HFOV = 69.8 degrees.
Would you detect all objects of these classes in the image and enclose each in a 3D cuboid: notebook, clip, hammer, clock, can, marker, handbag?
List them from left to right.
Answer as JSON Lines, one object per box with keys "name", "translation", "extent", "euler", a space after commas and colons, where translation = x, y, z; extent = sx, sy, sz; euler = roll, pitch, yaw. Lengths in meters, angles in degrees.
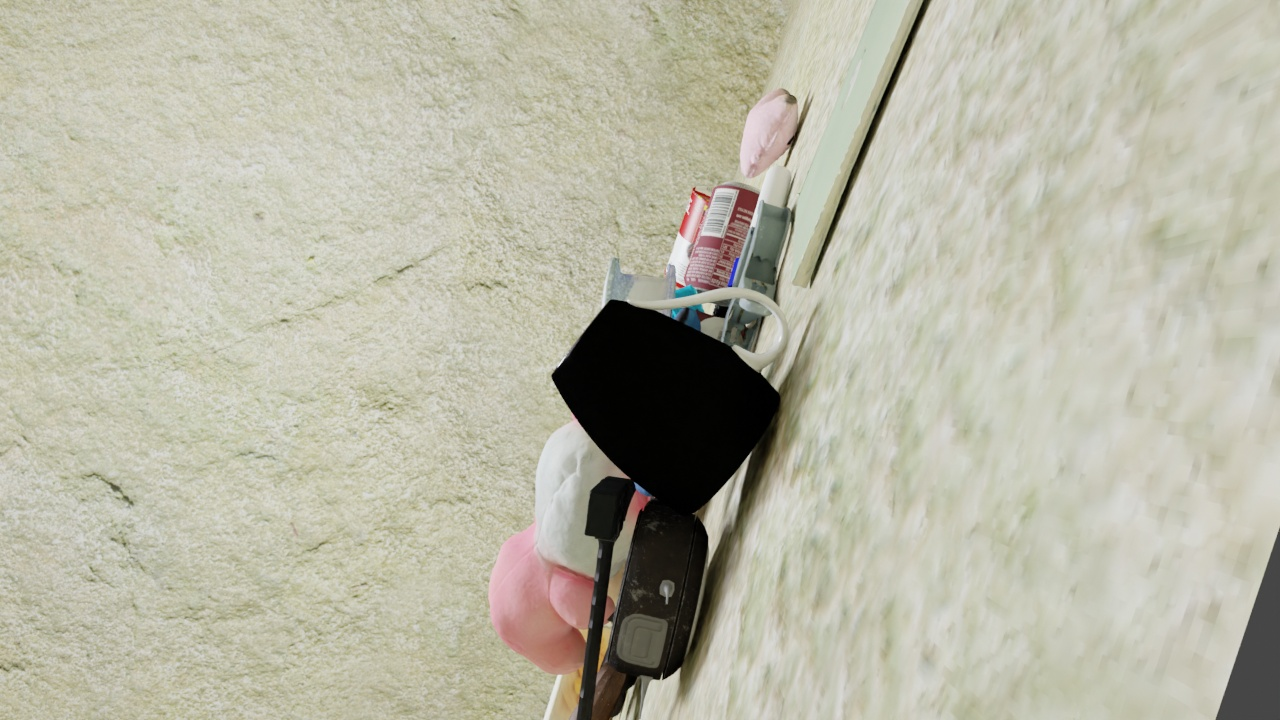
{"name": "hammer", "translation": [-0.059, 0.271, 0.573], "extent": [0.322, 0.033, 0.115], "euler": [-47, -22, -59]}
{"name": "hammer", "translation": [-0.034, 0.226, 0.518], "extent": [0.095, 0.015, 0.325], "euler": [-7, -75, -84]}
{"name": "handbag", "translation": [-0.005, 0.005, 0.768], "extent": [0.159, 0.069, 0.126], "euler": [105, 171, -62]}
{"name": "clock", "translation": [0.013, 0.124, 0.503], "extent": [0.122, 0.044, 0.091], "euler": [-69, -9, -67]}
{"name": "clock", "translation": [0.053, 0.007, 0.773], "extent": [0.137, 0.048, 0.096], "euler": [-60, -11, -81]}
{"name": "can", "translation": [0.088, -0.149, 1.155], "extent": [0.086, 0.086, 0.117], "euler": [-70, -1, -65]}
{"name": "can", "translation": [0.087, -0.116, 0.916], "extent": [0.063, 0.063, 0.114], "euler": [103, -174, -84]}
{"name": "clip", "translation": [0.084, -0.052, 0.704], "extent": [0.162, 0.028, 0.108], "euler": [-71, -2, -49]}
{"name": "marker", "translation": [0.104, -0.111, 0.788], "extent": [0.023, 0.027, 0.132], "euler": [-14, 49, 46]}
{"name": "notebook", "translation": [0.135, -0.184, 0.516], "extent": [0.181, 0.010, 0.253], "euler": [-71, -1, -62]}

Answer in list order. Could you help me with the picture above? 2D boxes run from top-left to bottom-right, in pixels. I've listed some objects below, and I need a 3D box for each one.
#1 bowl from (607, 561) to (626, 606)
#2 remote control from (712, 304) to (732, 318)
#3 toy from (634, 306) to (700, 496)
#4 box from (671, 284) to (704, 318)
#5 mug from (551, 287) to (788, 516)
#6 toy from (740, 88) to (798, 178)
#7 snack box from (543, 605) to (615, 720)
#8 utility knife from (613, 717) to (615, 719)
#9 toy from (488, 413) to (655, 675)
{"name": "bowl", "translation": [-0.007, 0.145, 0.804], "extent": [0.151, 0.075, 0.150], "euler": [141, 148, -90]}
{"name": "remote control", "translation": [0.091, -0.054, 0.993], "extent": [0.047, 0.022, 0.150], "euler": [-73, -1, -73]}
{"name": "toy", "translation": [0.027, 0.038, 0.616], "extent": [0.112, 0.071, 0.176], "euler": [-60, -10, -6]}
{"name": "box", "translation": [0.040, 0.020, 0.967], "extent": [0.227, 0.056, 0.185], "euler": [171, 91, -82]}
{"name": "mug", "translation": [0.018, 0.005, 0.477], "extent": [0.119, 0.100, 0.084], "euler": [-52, 3, 11]}
{"name": "toy", "translation": [0.131, -0.233, 0.949], "extent": [0.099, 0.052, 0.096], "euler": [-83, 18, -69]}
{"name": "snack box", "translation": [-0.050, 0.306, 0.904], "extent": [0.207, 0.057, 0.104], "euler": [-72, 0, -48]}
{"name": "utility knife", "translation": [-0.012, 0.254, 0.826], "extent": [0.162, 0.017, 0.031], "euler": [-69, -7, -61]}
{"name": "toy", "translation": [-0.052, 0.134, 0.713], "extent": [0.214, 0.084, 0.142], "euler": [-59, 41, 27]}
